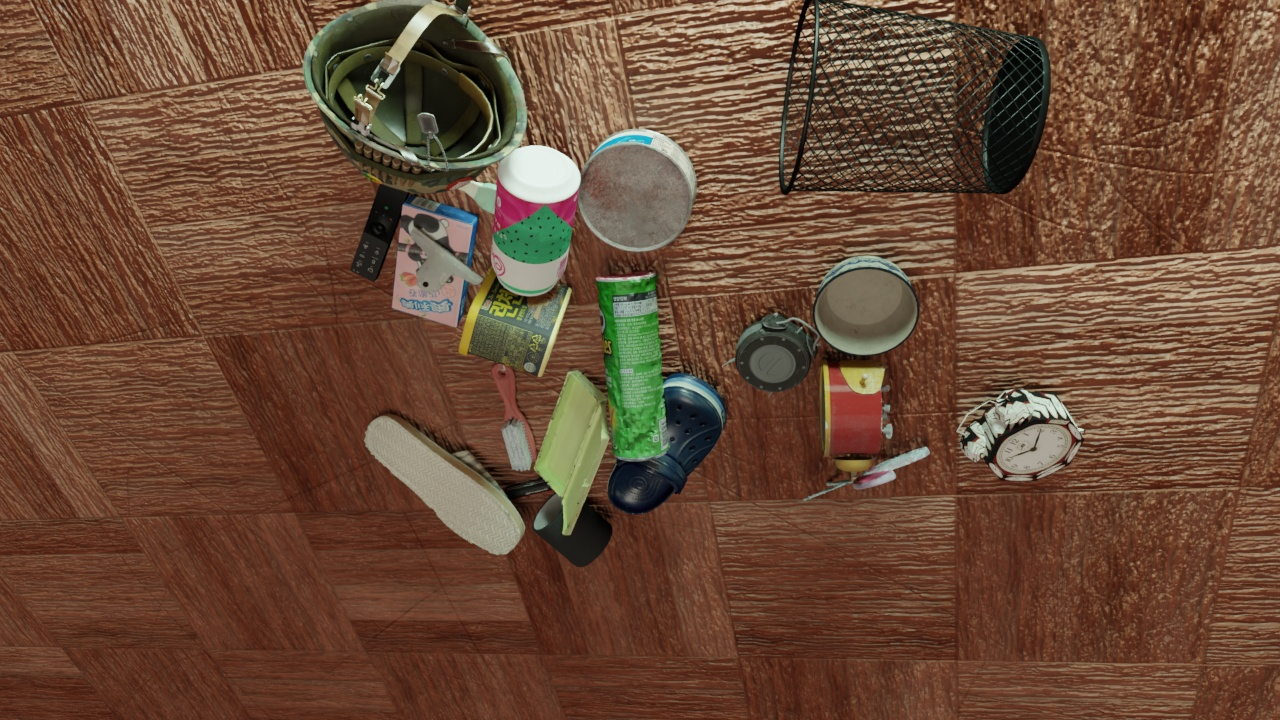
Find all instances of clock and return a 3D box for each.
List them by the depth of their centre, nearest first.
[{"bbox_3d":[0.447,0.080,1.100,0.154,0.065,0.115,20,127,-21],"label":"clock"},{"bbox_3d":[0.260,0.071,1.104,0.081,0.116,0.159,-1,117,8],"label":"clock"},{"bbox_3d":[0.164,-0.011,1.112,0.091,0.043,0.123,33,124,-11],"label":"clock"}]

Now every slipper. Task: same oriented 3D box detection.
[{"bbox_3d":[0.030,0.129,1.207,0.105,0.095,0.254,27,128,-4],"label":"slipper"},{"bbox_3d":[-0.279,0.173,1.324,0.272,0.053,0.115,41,125,-5],"label":"slipper"}]

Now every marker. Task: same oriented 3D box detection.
[{"bbox_3d":[-0.134,0.178,1.317,0.145,0.021,0.023,-16,149,21],"label":"marker"}]

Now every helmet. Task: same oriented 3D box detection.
[{"bbox_3d":[-0.221,-0.271,0.919,0.224,0.192,0.237,23,153,11],"label":"helmet"}]

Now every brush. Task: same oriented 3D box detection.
[{"bbox_3d":[-0.236,-0.221,1.072,0.217,0.012,0.033,26,125,-5],"label":"brush"},{"bbox_3d":[-0.176,0.081,1.254,0.041,0.030,0.172,-1,123,12],"label":"brush"}]

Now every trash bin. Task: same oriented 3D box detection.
[{"bbox_3d":[0.251,-0.239,0.866,0.210,0.183,0.184,6,125,1],"label":"trash bin"}]

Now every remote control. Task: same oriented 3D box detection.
[{"bbox_3d":[-0.321,-0.161,1.128,0.034,0.013,0.150,27,125,-7],"label":"remote control"}]

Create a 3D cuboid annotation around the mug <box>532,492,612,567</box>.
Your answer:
[{"bbox_3d":[-0.107,0.243,1.330,0.088,0.078,0.114,44,148,-18],"label":"mug"}]

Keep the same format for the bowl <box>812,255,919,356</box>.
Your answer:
[{"bbox_3d":[0.255,-0.069,1.044,0.115,0.059,0.116,6,125,8],"label":"bowl"}]

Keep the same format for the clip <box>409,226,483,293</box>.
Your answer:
[{"bbox_3d":[-0.244,-0.108,1.098,0.101,0.040,0.054,37,109,-15],"label":"clip"}]

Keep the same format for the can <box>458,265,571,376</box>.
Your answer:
[{"bbox_3d":[-0.147,-0.050,1.099,0.101,0.130,0.073,19,125,-5],"label":"can"}]

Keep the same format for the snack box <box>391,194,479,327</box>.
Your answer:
[{"bbox_3d":[-0.254,-0.120,1.131,0.088,0.033,0.154,17,125,-1],"label":"snack box"}]

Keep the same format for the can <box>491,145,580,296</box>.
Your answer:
[{"bbox_3d":[-0.120,-0.154,1.029,0.088,0.088,0.166,16,141,0],"label":"can"}]

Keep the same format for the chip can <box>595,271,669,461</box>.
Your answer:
[{"bbox_3d":[-0.008,0.008,1.098,0.075,0.075,0.223,-2,102,13],"label":"chip can"}]

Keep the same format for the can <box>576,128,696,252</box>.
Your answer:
[{"bbox_3d":[-0.004,-0.189,1.025,0.130,0.044,0.130,6,125,8],"label":"can"}]

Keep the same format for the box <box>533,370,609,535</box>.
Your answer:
[{"bbox_3d":[-0.084,0.122,1.216,0.048,0.140,0.188,1,129,-28],"label":"box"}]

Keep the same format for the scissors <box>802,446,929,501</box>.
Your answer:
[{"bbox_3d":[0.295,0.144,1.167,0.014,0.167,0.171,66,160,5],"label":"scissors"}]
